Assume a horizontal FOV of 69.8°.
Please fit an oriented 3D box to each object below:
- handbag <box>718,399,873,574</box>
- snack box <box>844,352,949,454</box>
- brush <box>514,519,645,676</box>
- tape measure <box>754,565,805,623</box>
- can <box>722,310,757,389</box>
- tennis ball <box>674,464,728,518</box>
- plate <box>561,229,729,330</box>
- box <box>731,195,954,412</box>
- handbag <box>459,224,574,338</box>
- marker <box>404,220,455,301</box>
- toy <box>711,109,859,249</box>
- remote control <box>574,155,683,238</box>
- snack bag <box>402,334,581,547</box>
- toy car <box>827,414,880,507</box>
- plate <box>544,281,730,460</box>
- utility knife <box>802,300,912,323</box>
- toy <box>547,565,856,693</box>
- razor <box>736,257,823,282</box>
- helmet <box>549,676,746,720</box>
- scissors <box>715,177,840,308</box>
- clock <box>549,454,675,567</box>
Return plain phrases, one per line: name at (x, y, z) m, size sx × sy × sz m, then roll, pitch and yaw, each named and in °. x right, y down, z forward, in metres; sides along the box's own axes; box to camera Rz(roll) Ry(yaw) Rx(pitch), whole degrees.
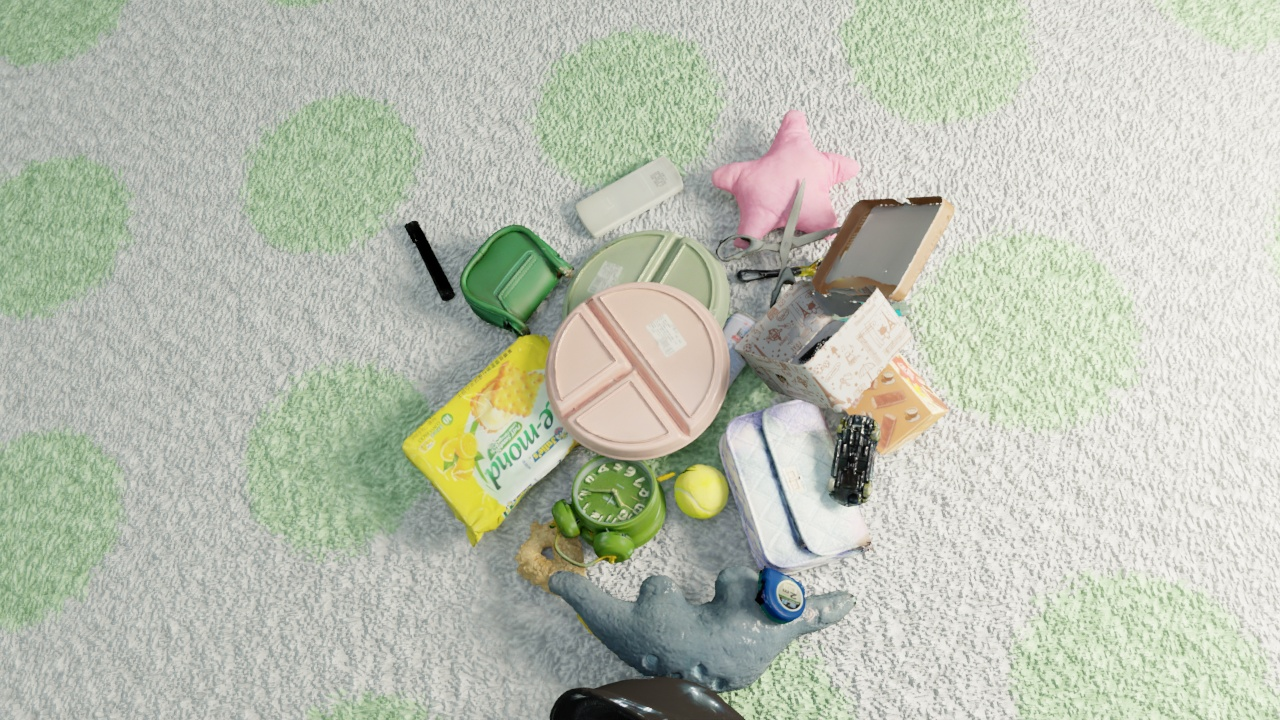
handbag at (0.180, 0.149, 1.083) m, size 0.134 × 0.076 × 0.193 m, roll -14°, pitch 71°, yaw -12°
snack box at (0.296, 0.049, 1.084) m, size 0.077 × 0.092 × 0.094 m, roll -44°, pitch 70°, yaw 22°
brush at (-0.054, 0.294, 1.094) m, size 0.083 × 0.046 × 0.254 m, roll -42°, pitch 76°, yaw -12°
tape measure at (0.153, 0.261, 1.009) m, size 0.058 × 0.025 × 0.054 m, roll 26°, pitch 51°, yaw -14°
can at (0.101, 0.004, 1.157) m, size 0.053 × 0.053 × 0.134 m, roll 34°, pitch 79°, yaw 16°
tennis ball at (0.073, 0.158, 1.104) m, size 0.065 × 0.065 × 0.065 m, roll -2°, pitch 72°, yaw 7°
plate at (0.001, -0.073, 1.185) m, size 0.230 × 0.027 × 0.229 m, roll -8°, pitch 63°, yaw 15°
box at (0.250, -0.074, 1.080) m, size 0.262 × 0.178 × 0.088 m, roll -48°, pitch 111°, yaw -9°
handbag at (-0.165, -0.106, 1.219) m, size 0.120 × 0.068 × 0.131 m, roll 31°, pitch 77°, yaw 18°
marker at (-0.292, -0.140, 1.273) m, size 0.020 × 0.022 × 0.132 m, roll -42°, pitch 67°, yaw 32°
toy at (0.193, -0.218, 1.211) m, size 0.194 × 0.074 × 0.178 m, roll -41°, pitch 82°, yaw -3°
remote control at (-0.015, -0.225, 1.265) m, size 0.150 × 0.021 × 0.058 m, roll -29°, pitch 71°, yaw -2°
snack bag at (-0.167, 0.093, 1.155) m, size 0.246 × 0.068 × 0.158 m, roll -43°, pitch 72°, yaw -9°
toy car at (0.243, 0.114, 1.040) m, size 0.049 × 0.031 × 0.105 m, roll 7°, pitch 82°, yaw 30°
plate at (-0.007, 0.007, 1.112) m, size 0.230 × 0.028 × 0.229 m, roll -3°, pitch 71°, yaw 8°
utility knife at (0.250, -0.057, 1.179) m, size 0.193 × 0.013 × 0.029 m, roll -8°, pitch 71°, yaw 5°
toy at (0.072, 0.305, 1.039) m, size 0.356 × 0.091 × 0.137 m, roll 1°, pitch 67°, yaw -2°
razor at (0.197, -0.115, 1.201) m, size 0.143 × 0.022 × 0.043 m, roll -4°, pitch 97°, yaw 7°
helmet at (0.024, 0.438, 0.924) m, size 0.229 × 0.234 × 0.274 m, roll -16°, pitch 81°, yaw -45°
scissors at (0.182, -0.150, 1.180) m, size 0.159 × 0.014 × 0.177 m, roll 15°, pitch 97°, yaw 0°
clock at (-0.038, 0.178, 1.094) m, size 0.116 × 0.056 × 0.160 m, roll 25°, pitch 60°, yaw 25°
